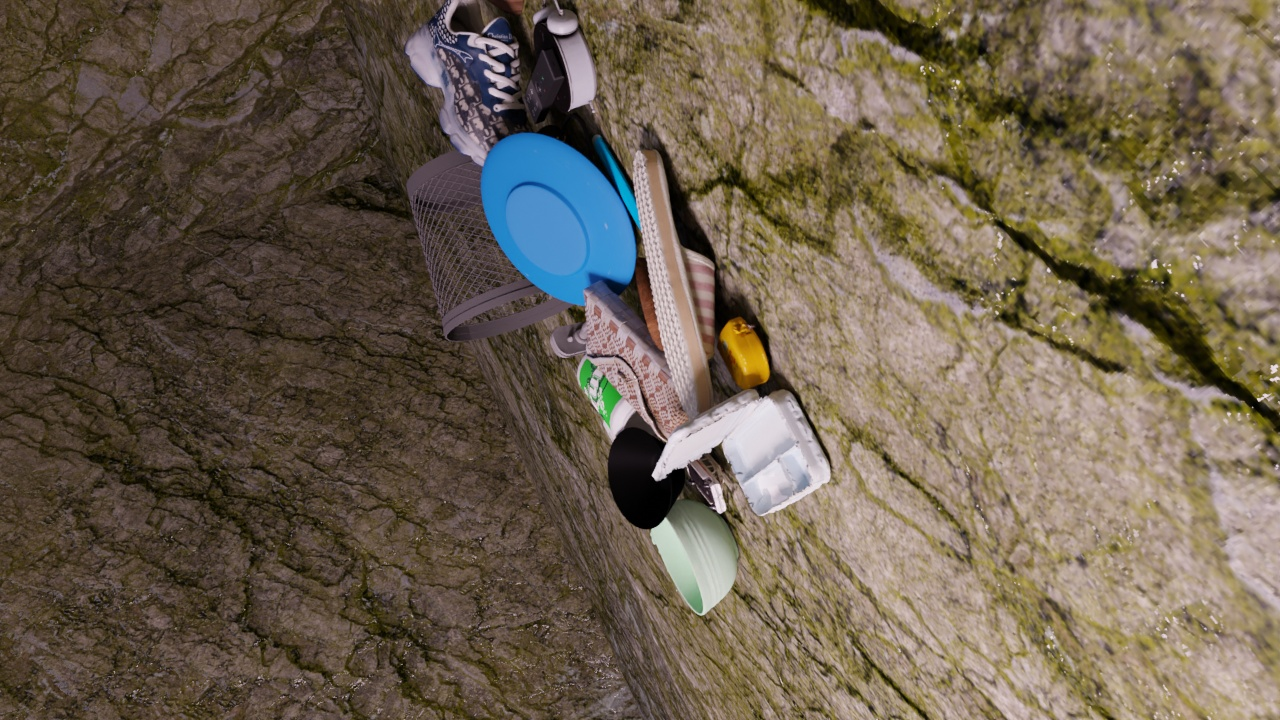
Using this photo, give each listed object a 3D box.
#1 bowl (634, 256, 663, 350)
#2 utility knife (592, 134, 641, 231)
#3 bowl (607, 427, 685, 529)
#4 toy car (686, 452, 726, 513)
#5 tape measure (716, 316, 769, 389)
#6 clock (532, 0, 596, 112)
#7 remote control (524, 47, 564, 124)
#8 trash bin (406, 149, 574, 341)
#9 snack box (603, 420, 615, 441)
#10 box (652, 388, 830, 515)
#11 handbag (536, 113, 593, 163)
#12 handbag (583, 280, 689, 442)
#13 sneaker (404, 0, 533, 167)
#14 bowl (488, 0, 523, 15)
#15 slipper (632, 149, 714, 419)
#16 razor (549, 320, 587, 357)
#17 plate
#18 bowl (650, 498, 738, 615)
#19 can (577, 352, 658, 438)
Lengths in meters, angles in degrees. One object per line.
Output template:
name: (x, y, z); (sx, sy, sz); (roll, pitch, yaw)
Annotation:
bowl: (0.023, -0.063, 0.969); (0.114, 0.026, 0.102); (11, -114, -77)
utility knife: (-0.007, -0.165, 0.988); (0.031, 0.015, 0.220); (91, 155, -64)
bowl: (0.018, 0.140, 1.121); (0.124, 0.052, 0.124); (11, 104, 51)
toy car: (0.080, 0.135, 1.068); (0.113, 0.039, 0.039); (-136, 27, -67)
tape measure: (0.095, -0.005, 0.830); (0.068, 0.030, 0.059); (91, 154, -70)
clock: (-0.083, -0.328, 0.981); (0.094, 0.035, 0.123); (46, 153, 54)
remote control: (-0.108, -0.299, 1.010); (0.034, 0.013, 0.150); (68, 166, -3)
trash bin: (-0.214, -0.172, 1.335); (0.218, 0.217, 0.227); (140, 111, -75)
snack box: (-0.014, 0.116, 1.396); (0.132, 0.027, 0.168); (61, 163, 21)
box: (0.092, 0.106, 0.876); (0.105, 0.129, 0.211); (63, 170, 14)
handbag: (-0.083, -0.213, 1.134); (0.175, 0.072, 0.196); (58, 152, 31)
handbag: (-0.006, 0.006, 1.061); (0.186, 0.046, 0.124); (46, 152, 28)
sneaker: (-0.187, -0.349, 1.116); (0.269, 0.103, 0.133); (58, 134, 19)
bowl: (-0.180, -0.476, 1.112); (0.119, 0.032, 0.119); (59, 163, 30)
slipper: (0.040, -0.076, 0.882); (0.115, 0.052, 0.263); (133, 125, -81)
razor: (-0.066, -0.054, 1.275); (0.047, 0.088, 0.116); (63, 146, 17)
plate: (-0.105, -0.155, 1.068); (0.224, 0.024, 0.225); (24, 137, 24)
bowl: (0.075, 0.238, 1.164); (0.151, 0.077, 0.151); (59, 163, 31)
can: (-0.020, 0.040, 1.190); (0.140, 0.087, 0.088); (51, 158, 47)
